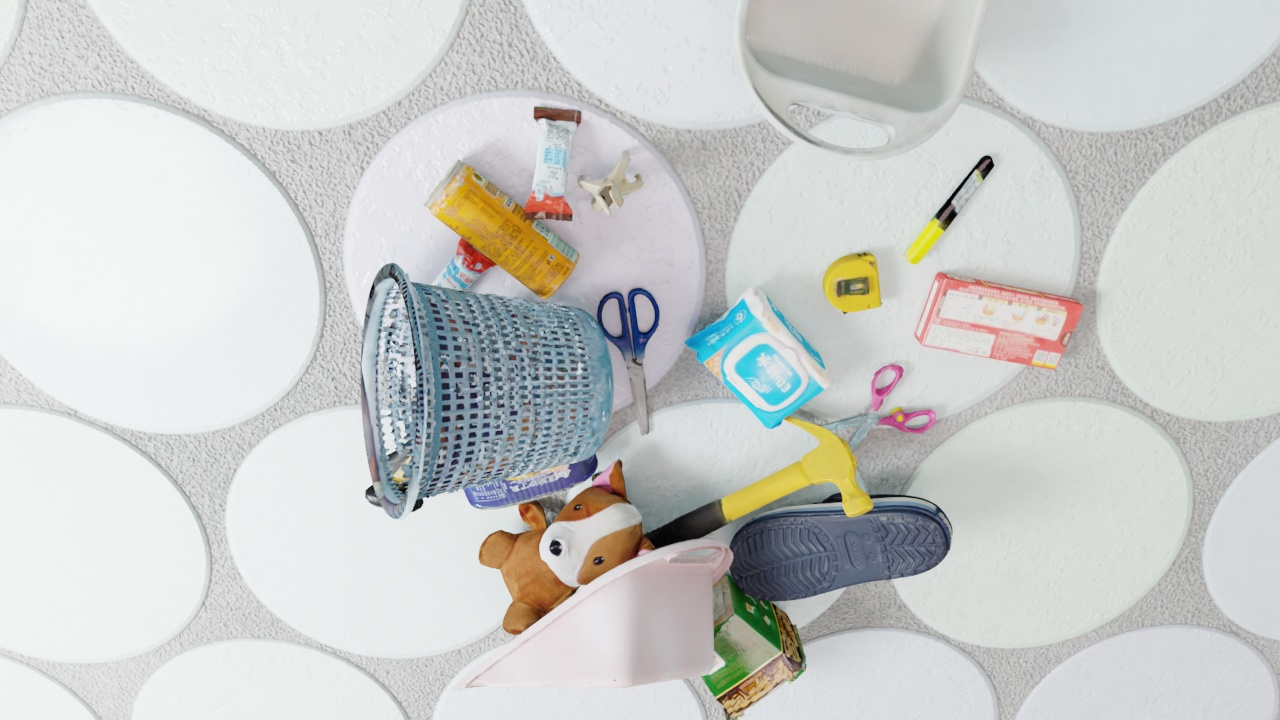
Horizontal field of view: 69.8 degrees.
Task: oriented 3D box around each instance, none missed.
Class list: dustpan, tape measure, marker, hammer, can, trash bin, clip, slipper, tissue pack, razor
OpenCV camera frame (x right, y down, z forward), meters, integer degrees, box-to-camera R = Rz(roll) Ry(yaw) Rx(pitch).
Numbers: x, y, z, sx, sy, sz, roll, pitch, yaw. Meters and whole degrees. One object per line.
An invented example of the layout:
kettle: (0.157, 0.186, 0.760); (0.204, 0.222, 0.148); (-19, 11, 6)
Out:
dustpan: (0.186, -0.305, 0.748); (0.222, 0.142, 0.258); (12, 116, -8)
dustpan: (-0.030, 0.269, 0.974); (0.274, 0.138, 0.222); (-12, 163, 32)
tape measure: (0.213, -0.076, 0.918); (0.057, 0.028, 0.060); (-11, 115, 4)
marker: (0.301, -0.147, 0.897); (0.018, 0.015, 0.124); (30, 108, -16)
hammer: (0.091, 0.161, 0.988); (0.301, 0.128, 0.033); (-29, 156, 17)
can: (-0.130, -0.122, 0.868); (0.146, 0.058, 0.058); (38, 108, -18)
trash bin: (-0.140, 0.026, 0.855); (0.194, 0.226, 0.227); (-1, 118, -28)
clip: (-0.036, -0.154, 0.844); (0.096, 0.101, 0.035); (-13, 120, 34)
slipper: (0.213, 0.191, 1.008); (0.253, 0.095, 0.105); (-17, 101, 30)
tissue pack: (0.122, -0.001, 0.931); (0.090, 0.063, 0.140); (-40, 111, 15)
can: (-0.121, 0.109, 0.970); (0.148, 0.074, 0.049); (-16, 118, 3)
razor: (-0.223, 0.095, 0.973); (0.067, 0.062, 0.168); (45, 103, 13)

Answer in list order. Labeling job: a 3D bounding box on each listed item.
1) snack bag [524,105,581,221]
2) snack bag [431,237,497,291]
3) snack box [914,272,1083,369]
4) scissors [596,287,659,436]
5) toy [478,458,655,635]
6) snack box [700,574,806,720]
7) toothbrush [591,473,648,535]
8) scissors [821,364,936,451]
snack bag: (-0.081, -0.181, 0.847); (0.048, 0.026, 0.104); (3, 87, -7)
snack bag: (-0.186, -0.076, 0.905); (0.045, 0.026, 0.105); (36, 111, -20)
snack box: (0.367, -0.040, 0.942); (0.153, 0.025, 0.075); (10, 114, -7)
scissors: (0.006, 0.003, 0.958); (0.106, 0.012, 0.175); (-28, 114, 11)
toy: (-0.078, 0.202, 0.979); (0.200, 0.130, 0.140); (-29, 75, 19)
snack box: (0.106, 0.323, 1.058); (0.118, 0.117, 0.105); (-41, 105, 13)
toothbrush: (0.002, 0.196, 1.046); (0.012, 0.017, 0.186); (-35, 112, 6)
scissors: (0.251, 0.056, 0.991); (0.133, 0.017, 0.125); (-10, 117, 7)
